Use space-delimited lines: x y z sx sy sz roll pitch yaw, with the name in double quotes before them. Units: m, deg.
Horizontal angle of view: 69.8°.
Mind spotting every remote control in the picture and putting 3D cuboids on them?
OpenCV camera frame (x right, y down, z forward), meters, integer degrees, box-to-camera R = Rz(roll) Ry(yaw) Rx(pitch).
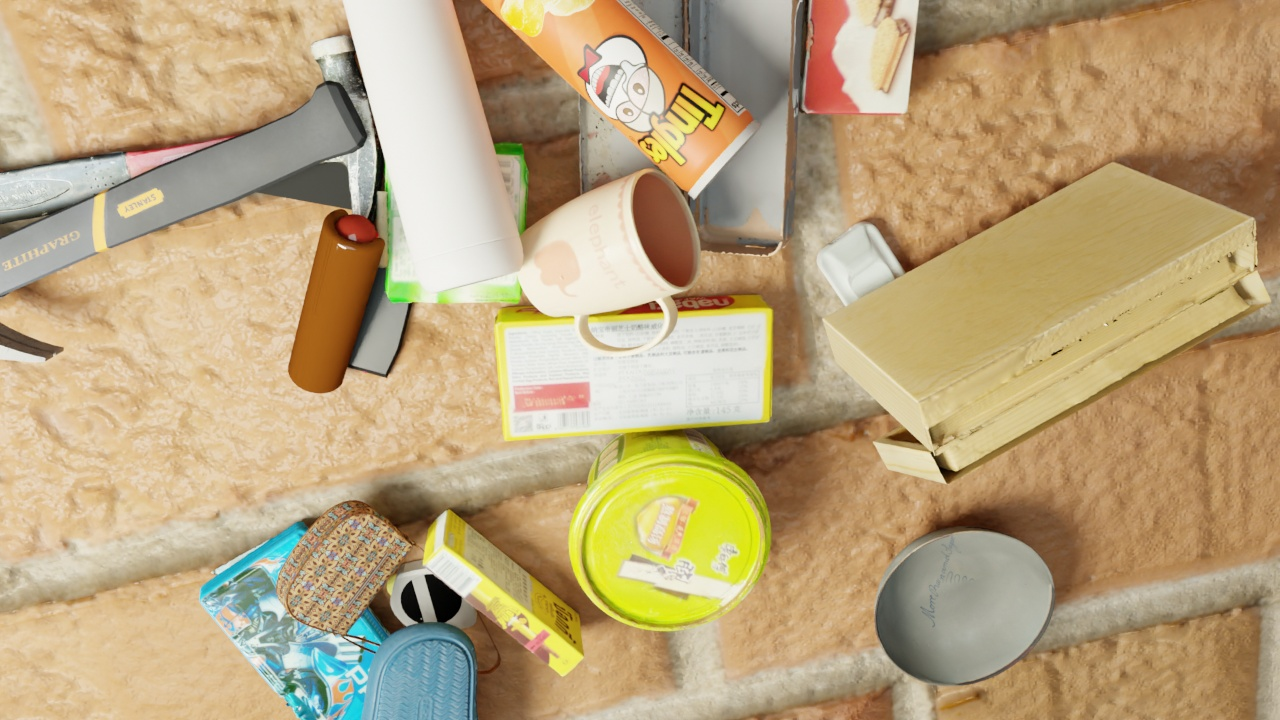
"remote control" -0.183 -0.047 0.660 0.039 0.010 0.125 16 107 -11
"remote control" 0.186 -0.040 0.691 0.050 0.022 0.133 -36 109 8

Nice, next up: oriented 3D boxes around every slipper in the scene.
"slipper" -0.175 0.289 0.712 0.103 0.059 0.214 -2 114 -21

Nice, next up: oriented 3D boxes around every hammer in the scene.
"hammer" -0.325 -0.101 0.580 0.312 0.035 0.139 -23 109 3
"hammer" -0.332 -0.115 0.610 0.326 0.036 0.140 -11 109 -1

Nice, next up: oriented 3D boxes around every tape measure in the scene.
"tape measure" -0.169 0.192 0.743 0.064 0.016 0.065 -11 110 -2

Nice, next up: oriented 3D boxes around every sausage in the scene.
"sausage" -0.207 -0.037 0.621 0.040 0.040 0.156 21 131 -12

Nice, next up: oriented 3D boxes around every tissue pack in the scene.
"tissue pack" -0.128 -0.094 0.627 0.099 0.034 0.114 1 101 -11

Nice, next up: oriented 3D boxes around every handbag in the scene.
"handbag" -0.182 0.188 0.711 0.195 0.043 0.093 43 78 -30

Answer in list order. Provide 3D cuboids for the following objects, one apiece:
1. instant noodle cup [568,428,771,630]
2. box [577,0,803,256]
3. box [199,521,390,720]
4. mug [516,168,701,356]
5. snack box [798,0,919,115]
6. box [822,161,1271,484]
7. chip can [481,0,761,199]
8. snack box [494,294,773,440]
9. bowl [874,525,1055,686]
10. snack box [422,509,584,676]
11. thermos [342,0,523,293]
"instant noodle cup" 0.018 0.118 0.692 0.146 0.097 0.146 -2 109 -5
"box" 0.031 -0.179 0.615 0.157 0.063 0.217 0 110 3
"box" -0.243 0.246 0.745 0.090 0.066 0.243 -35 110 -16
"mug" -0.020 -0.057 0.605 0.104 0.085 0.111 -14 97 31
"snack box" 0.144 -0.298 0.583 0.076 0.044 0.273 0 110 -5
"box" 0.278 -0.017 0.635 0.248 0.141 0.148 -29 113 -3
"chip can" -0.023 -0.195 0.569 0.210 0.062 0.062 43 101 -3
"snack box" -0.004 0.004 0.679 0.200 0.042 0.092 -4 109 -4
"bowl" 0.259 0.193 0.763 0.150 0.056 0.151 -2 109 -5
"snack box" -0.106 0.182 0.722 0.026 0.061 0.149 -44 108 7
"thermos" -0.146 -0.155 0.558 0.101 0.069 0.230 -19 98 -32
